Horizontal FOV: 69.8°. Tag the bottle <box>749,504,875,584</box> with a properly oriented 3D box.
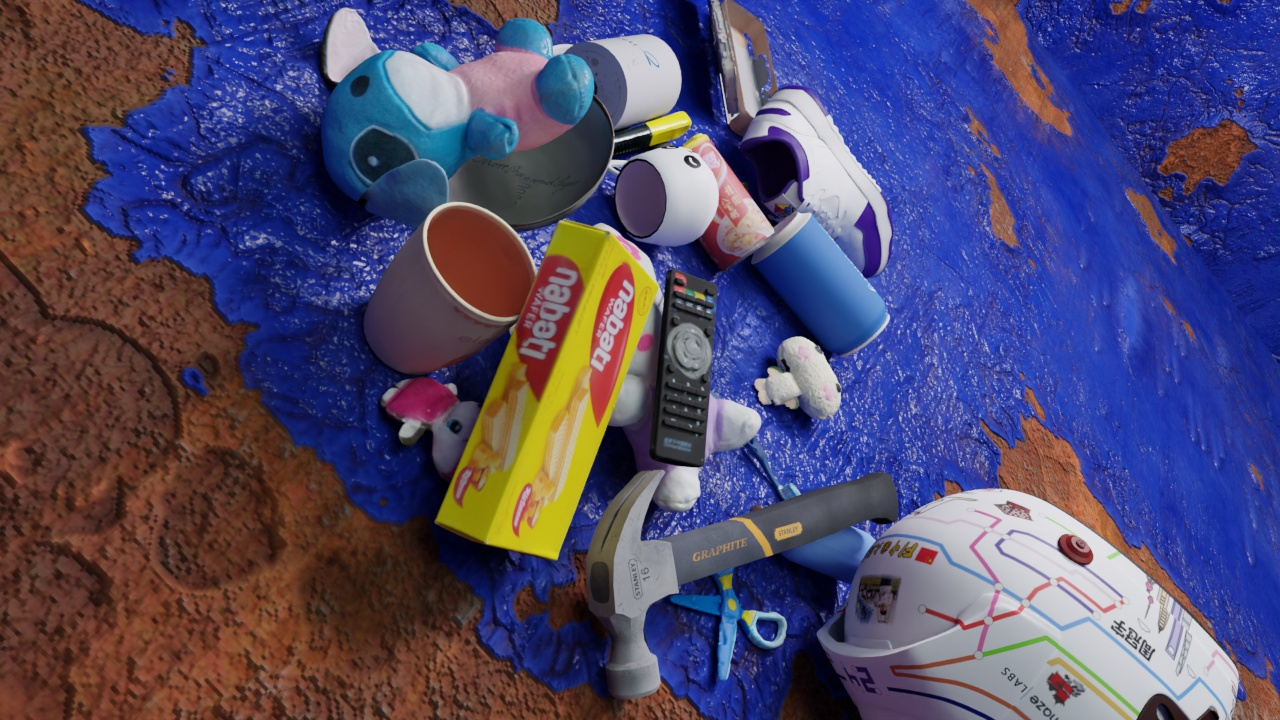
[{"bbox_3d":[0.143,0.151,0.779,0.131,0.048,0.048,26,47,-30],"label":"bottle"}]

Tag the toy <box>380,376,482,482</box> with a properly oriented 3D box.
[{"bbox_3d":[-0.118,0.046,0.595,0.102,0.050,0.065,43,45,-6],"label":"toy"}]

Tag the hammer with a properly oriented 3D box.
[{"bbox_3d":[0.093,0.136,0.690,0.311,0.035,0.139,-7,87,-39],"label":"hammer"}]

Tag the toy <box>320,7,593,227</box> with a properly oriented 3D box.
[{"bbox_3d":[-0.140,-0.186,0.656,0.191,0.099,0.224,-24,52,-9],"label":"toy"}]

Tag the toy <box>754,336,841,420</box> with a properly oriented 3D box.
[{"bbox_3d":[0.161,0.018,0.894,0.112,0.050,0.087,-8,69,-53],"label":"toy"}]

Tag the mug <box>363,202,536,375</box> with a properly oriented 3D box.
[{"bbox_3d":[-0.121,-0.045,0.607,0.085,0.105,0.111,55,38,-1],"label":"mug"}]

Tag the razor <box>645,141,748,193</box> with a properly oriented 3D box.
[{"bbox_3d":[0.062,-0.199,0.966,0.144,0.021,0.044,22,50,-31],"label":"razor"}]

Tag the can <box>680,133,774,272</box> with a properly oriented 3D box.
[{"bbox_3d":[0.072,-0.155,0.906,0.124,0.067,0.066,54,39,-2],"label":"can"}]

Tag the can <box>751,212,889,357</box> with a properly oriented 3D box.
[{"bbox_3d":[0.187,-0.080,0.959,0.146,0.079,0.078,48,40,-9],"label":"can"}]

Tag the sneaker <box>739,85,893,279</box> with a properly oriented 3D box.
[{"bbox_3d":[0.194,-0.179,1.031,0.110,0.092,0.244,-43,107,-30],"label":"sneaker"}]

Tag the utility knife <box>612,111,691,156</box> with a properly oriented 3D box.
[{"bbox_3d":[-0.027,-0.201,0.856,0.020,0.029,0.233,52,45,6],"label":"utility knife"}]

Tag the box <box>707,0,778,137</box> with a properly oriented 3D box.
[{"bbox_3d":[0.115,-0.371,1.104,0.157,0.071,0.216,50,30,-54],"label":"box"}]

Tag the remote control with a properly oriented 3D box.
[{"bbox_3d":[0.030,0.005,0.664,0.045,0.021,0.140,17,71,-33],"label":"remote control"}]

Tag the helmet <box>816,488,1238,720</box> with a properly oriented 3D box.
[{"bbox_3d":[0.295,0.257,0.715,0.314,0.231,0.235,43,68,-8],"label":"helmet"}]

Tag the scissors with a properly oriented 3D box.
[{"bbox_3d":[0.071,0.192,0.710,0.130,0.014,0.125,34,43,-20],"label":"scissors"}]

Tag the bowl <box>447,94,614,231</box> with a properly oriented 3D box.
[{"bbox_3d":[-0.095,-0.155,0.726,0.151,0.057,0.150,0,65,-1],"label":"bowl"}]

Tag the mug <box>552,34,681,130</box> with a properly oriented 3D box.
[{"bbox_3d":[-0.035,-0.274,0.882,0.119,0.083,0.096,34,36,18],"label":"mug"}]

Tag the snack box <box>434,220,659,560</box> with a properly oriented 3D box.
[{"bbox_3d":[-0.053,0.021,0.578,0.092,0.042,0.200,41,67,-62],"label":"snack box"}]

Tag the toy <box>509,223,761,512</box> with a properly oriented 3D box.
[{"bbox_3d":[-0.004,0.004,0.701,0.137,0.086,0.209,-44,105,-29],"label":"toy"}]

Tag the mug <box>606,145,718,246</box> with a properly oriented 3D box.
[{"bbox_3d":[0.017,-0.159,0.849,0.076,0.090,0.124,-13,41,-40],"label":"mug"}]

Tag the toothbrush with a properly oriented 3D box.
[{"bbox_3d":[0.099,0.077,0.812,0.132,0.016,0.021,52,37,-5],"label":"toothbrush"}]
